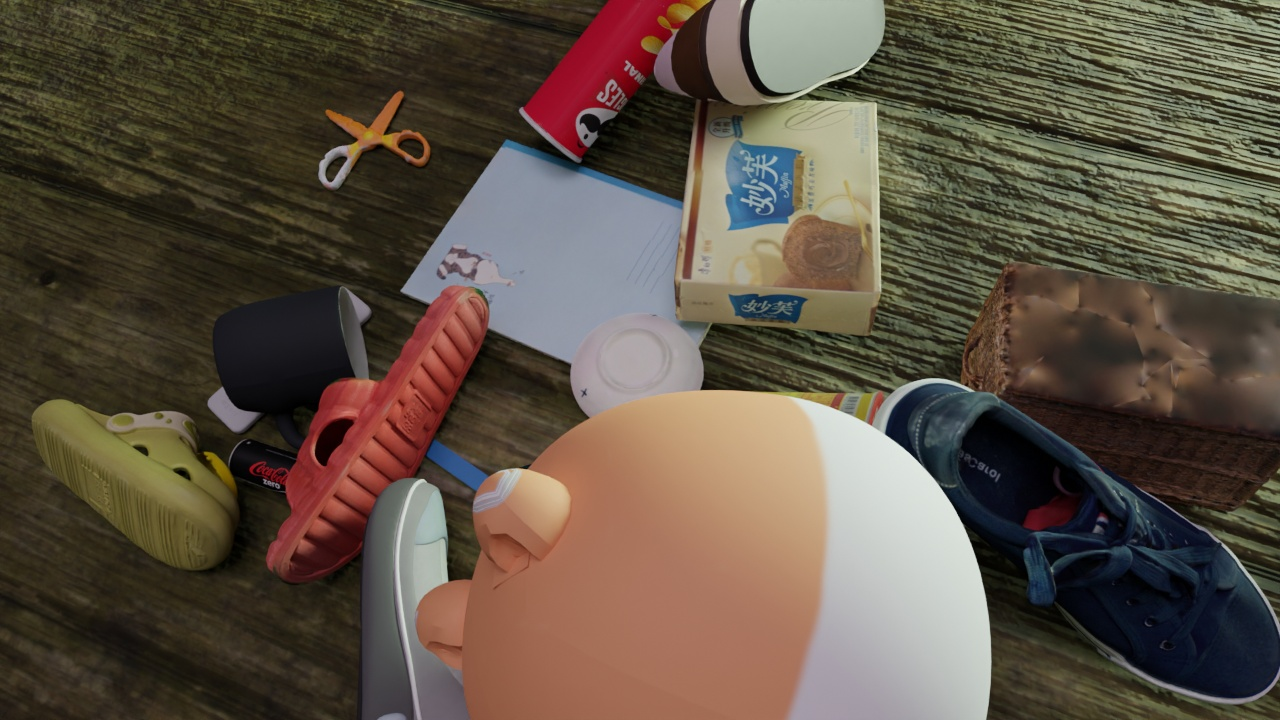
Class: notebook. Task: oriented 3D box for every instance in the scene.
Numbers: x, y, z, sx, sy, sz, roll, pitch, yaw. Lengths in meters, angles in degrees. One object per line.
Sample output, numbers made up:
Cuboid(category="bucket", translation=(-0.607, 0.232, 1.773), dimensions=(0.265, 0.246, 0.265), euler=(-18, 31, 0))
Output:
Cuboid(category="notebook", translation=(-0.051, -0.084, 0.776), dimensions=(0.253, 0.009, 0.180), euler=(22, 67, 16))

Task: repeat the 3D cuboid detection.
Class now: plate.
Cuboid(category="plate", translation=(-0.004, 0.004, 0.705), dimensions=(0.104, 0.026, 0.104), euler=(-3, 64, 5))

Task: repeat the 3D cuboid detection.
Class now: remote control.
Cuboid(category="remote control", translation=(-0.288, -0.003, 0.758), dimensions=(0.045, 0.008, 0.146), euler=(36, 71, 22))

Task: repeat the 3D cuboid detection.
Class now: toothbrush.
Cuboid(category="toothbrush", translation=(-0.108, 0.096, 0.671), dimensions=(0.167, 0.014, 0.016), euler=(28, 77, 28))

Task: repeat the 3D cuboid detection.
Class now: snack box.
Cuboid(category="snack box", translation=(0.112, -0.123, 0.743), dimensions=(0.153, 0.055, 0.206), euler=(4, 57, 6))

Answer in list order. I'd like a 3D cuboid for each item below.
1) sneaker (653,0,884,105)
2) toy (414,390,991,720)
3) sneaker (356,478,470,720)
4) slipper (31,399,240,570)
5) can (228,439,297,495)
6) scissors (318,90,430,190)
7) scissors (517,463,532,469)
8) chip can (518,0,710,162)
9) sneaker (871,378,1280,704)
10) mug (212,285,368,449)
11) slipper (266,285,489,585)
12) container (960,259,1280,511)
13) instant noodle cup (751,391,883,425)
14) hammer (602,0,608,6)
Cuboid(category="sneaker", translation=(0.114, -0.285, 0.795), dimensions=(0.117, 0.112, 0.292), euler=(4, 34, 38))
Cuboid(category="toy", translation=(0.032, 0.145, 0.480), dimensions=(0.280, 0.264, 0.265), euler=(20, 45, -13))
Cuboid(category="sneaker", translation=(-0.100, 0.195, 0.597), dimensions=(0.160, 0.093, 0.256), euler=(-2, 60, -5))
Cuboid(category="slipper", translation=(-0.367, 0.083, 0.689), dimensions=(0.190, 0.092, 0.081), euler=(27, 37, 14))
Cuboid(category="can", translation=(-0.269, 0.085, 0.696), dimensions=(0.080, 0.031, 0.031), euler=(15, 65, 14))
Cuboid(category="scissors", translation=(-0.255, -0.204, 0.860), dimensions=(0.125, 0.011, 0.131), euler=(32, 70, 19))
Cuboid(category="scissors", translation=(-0.030, 0.095, 0.672), dimensions=(0.151, 0.019, 0.118), euler=(17, 66, 15))
Cuboid(category="chip can", translation=(-0.008, -0.277, 0.785), dimensions=(0.221, 0.069, 0.069), euler=(-48, 65, 12))
Cuboid(category="sneaker", translation=(0.275, 0.114, 0.533), dimensions=(0.294, 0.127, 0.120), euler=(36, 83, -5))
Cuboid(category="mug", translation=(-0.264, 0.010, 0.708), dimensions=(0.094, 0.085, 0.121), euler=(-12, 99, -6))
Cuboid(category="slipper", translation=(-0.195, 0.045, 0.668), dimensions=(0.059, 0.104, 0.248), euler=(23, 68, 16))
Cuboid(category="container", translation=(0.324, 0.017, 0.625), dimensions=(0.198, 0.113, 0.113), euler=(9, 64, 12))
Cuboid(category="instant noodle cup", translation=(0.106, 0.062, 0.642), dimensions=(0.112, 0.100, 0.100), euler=(8, 63, 22))
Cuboid(category="hammer", translation=(0.047, -0.436, 0.771), dimensions=(0.190, 0.325, 0.100), euler=(-3, 62, 4))
